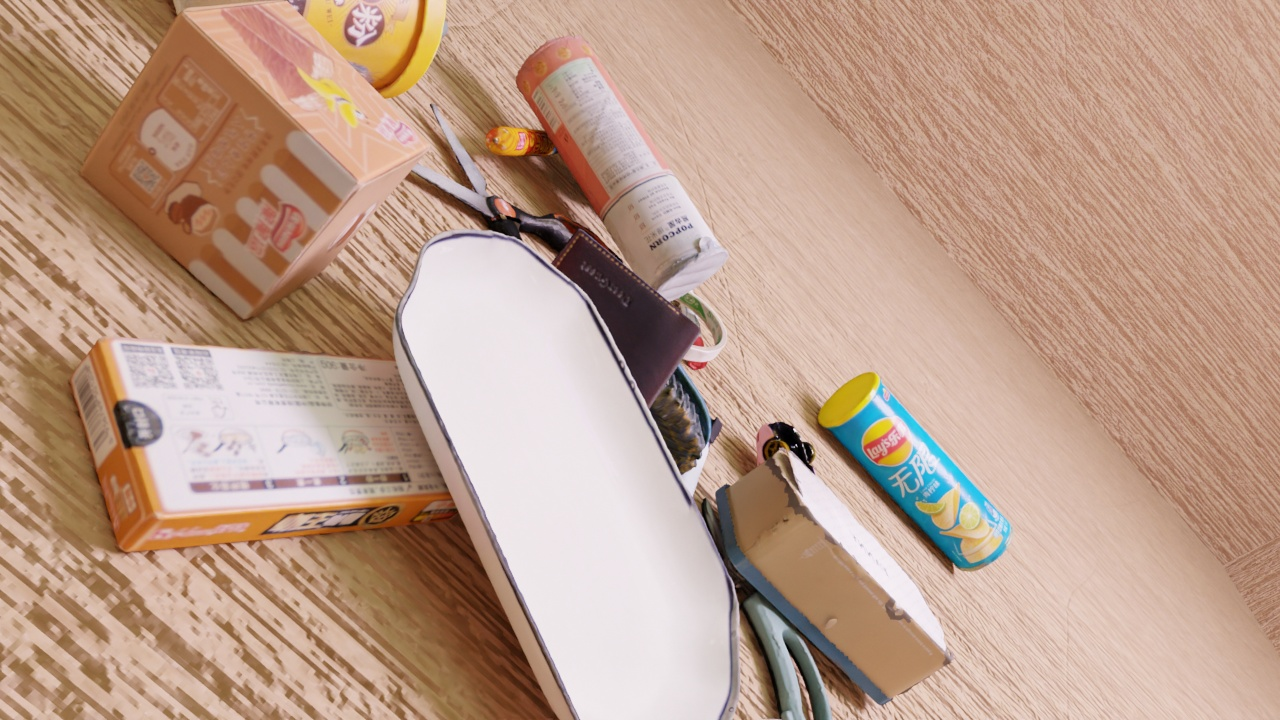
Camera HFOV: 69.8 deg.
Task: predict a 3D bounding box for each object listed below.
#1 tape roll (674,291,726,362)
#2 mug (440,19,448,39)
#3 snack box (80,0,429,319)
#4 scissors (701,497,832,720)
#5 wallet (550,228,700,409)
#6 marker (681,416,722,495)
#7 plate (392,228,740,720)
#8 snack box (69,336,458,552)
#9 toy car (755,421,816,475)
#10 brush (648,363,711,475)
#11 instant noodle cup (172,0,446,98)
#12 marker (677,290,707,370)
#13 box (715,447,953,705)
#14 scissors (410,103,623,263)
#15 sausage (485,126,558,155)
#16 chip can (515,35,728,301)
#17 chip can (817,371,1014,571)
[{"bbox_3d":[0.030,-0.033,0.736,0.085,0.014,0.085,24,34,-17],"label":"tape roll"},{"bbox_3d":[-0.191,-0.301,0.711,0.103,0.084,0.124,-83,155,-60],"label":"mug"},{"bbox_3d":[-0.169,-0.091,0.413,0.094,0.093,0.076,45,25,-10],"label":"snack box"},{"bbox_3d":[0.070,0.161,0.549,0.172,0.019,0.176,45,24,-9],"label":"scissors"},{"bbox_3d":[-0.032,0.000,0.516,0.096,0.020,0.122,41,67,-16],"label":"wallet"},{"bbox_3d":[0.035,0.069,0.616,0.018,0.023,0.130,56,22,-10],"label":"marker"},{"bbox_3d":[-0.035,0.062,0.434,0.265,0.034,0.161,63,27,4],"label":"plate"},{"bbox_3d":[-0.137,0.032,0.371,0.153,0.026,0.075,7,48,-56],"label":"snack box"},{"bbox_3d":[0.117,0.104,0.688,0.056,0.037,0.122,9,59,-53],"label":"toy car"},{"bbox_3d":[-0.003,0.003,0.585,0.144,0.055,0.073,55,23,-15],"label":"brush"},{"bbox_3d":[-0.195,-0.218,0.534,0.118,0.119,0.114,56,33,13],"label":"instant noodle cup"},{"bbox_3d":[0.041,-0.044,0.792,0.017,0.017,0.145,35,28,-29],"label":"marker"},{"bbox_3d":[0.122,0.136,0.596,0.184,0.062,0.089,44,16,-17],"label":"box"},{"bbox_3d":[-0.082,-0.092,0.648,0.220,0.022,0.233,6,50,-57],"label":"scissors"},{"bbox_3d":[-0.090,-0.174,0.731,0.021,0.021,0.165,49,17,-2],"label":"sausage"},{"bbox_3d":[-0.017,-0.151,0.721,0.214,0.071,0.071,58,26,11],"label":"chip can"},{"bbox_3d":[0.267,0.109,0.890,0.210,0.071,0.071,46,25,-9],"label":"chip can"}]
